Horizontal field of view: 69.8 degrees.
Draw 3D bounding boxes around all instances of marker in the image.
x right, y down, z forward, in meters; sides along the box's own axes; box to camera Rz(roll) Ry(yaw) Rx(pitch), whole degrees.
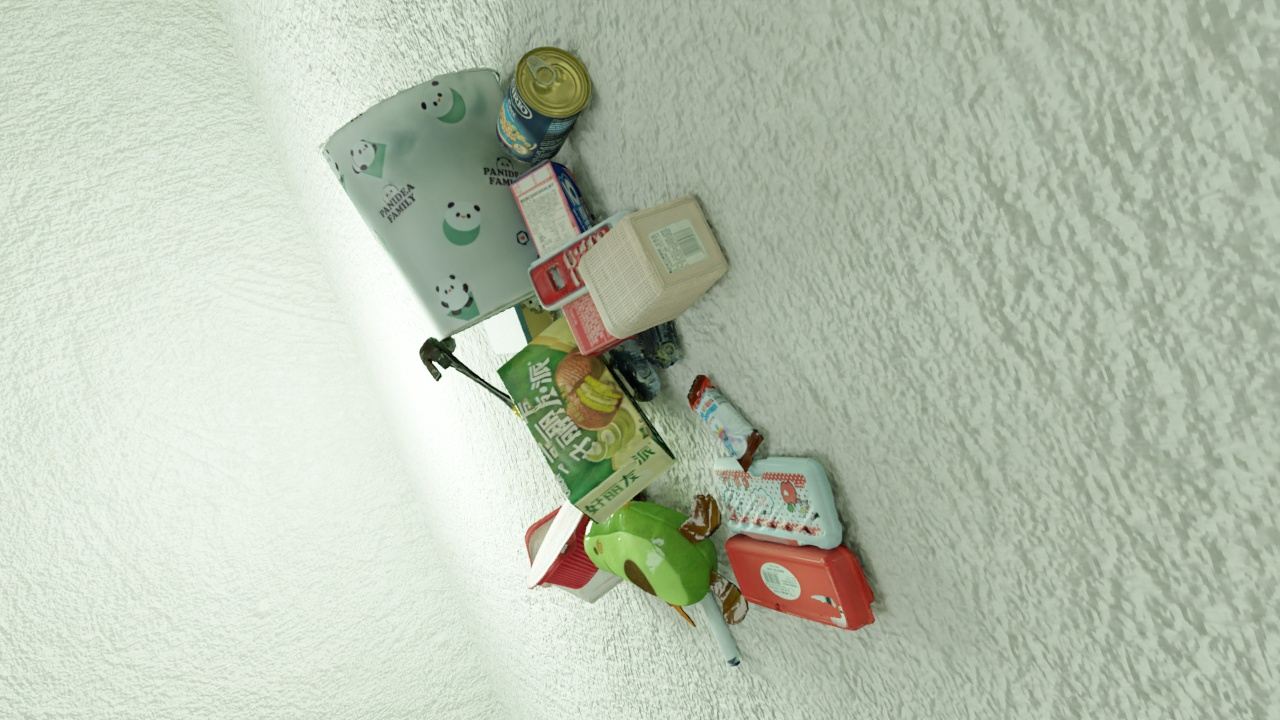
[{"bbox_3d":[0.088,0.303,1.097,0.023,0.018,0.130,-33,80,57],"label":"marker"}]

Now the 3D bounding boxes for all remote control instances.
[{"bbox_3d":[-0.053,-0.101,0.935,0.136,0.020,0.056,-26,82,24],"label":"remote control"}]

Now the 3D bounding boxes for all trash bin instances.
[{"bbox_3d":[-0.214,-0.174,1.081,0.252,0.229,0.230,64,157,-6],"label":"trash bin"}]

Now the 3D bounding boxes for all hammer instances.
[{"bbox_3d":[-0.141,0.071,1.157,0.323,0.032,0.126,35,-173,-2],"label":"hammer"}]

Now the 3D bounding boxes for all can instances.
[{"bbox_3d":[-0.101,-0.257,0.936,0.075,0.075,0.111,65,157,5],"label":"can"}]

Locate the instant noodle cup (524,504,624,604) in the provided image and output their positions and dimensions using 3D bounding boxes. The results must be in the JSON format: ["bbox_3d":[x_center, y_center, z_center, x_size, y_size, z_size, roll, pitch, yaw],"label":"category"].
[{"bbox_3d":[-0.092,0.289,1.360,0.124,0.116,0.117,22,131,44],"label":"instant noodle cup"}]

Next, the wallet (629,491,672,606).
[{"bbox_3d":[0.020,0.240,1.172,0.124,0.032,0.101,47,146,37],"label":"wallet"}]

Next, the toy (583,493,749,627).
[{"bbox_3d":[0.018,0.218,1.051,0.247,0.089,0.227,-4,115,53],"label":"toy"}]

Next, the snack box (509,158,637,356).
[{"bbox_3d":[-0.069,-0.110,0.984,0.207,0.058,0.057,66,-159,6],"label":"snack box"}]

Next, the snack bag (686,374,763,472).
[{"bbox_3d":[0.081,0.058,0.885,0.105,0.026,0.045,48,127,38],"label":"snack bag"}]

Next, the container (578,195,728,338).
[{"bbox_3d":[0.012,-0.086,0.832,0.090,0.089,0.111,65,154,6],"label":"container"}]

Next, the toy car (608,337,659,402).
[{"bbox_3d":[-0.006,0.006,1.014,0.090,0.034,0.043,53,150,33],"label":"toy car"}]

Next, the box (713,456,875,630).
[{"bbox_3d":[0.132,0.165,0.859,0.201,0.037,0.158,-15,96,67],"label":"box"}]

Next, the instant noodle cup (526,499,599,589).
[{"bbox_3d":[-0.078,0.234,1.230,0.066,0.193,0.194,32,156,-6],"label":"instant noodle cup"}]

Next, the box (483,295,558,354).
[{"bbox_3d":[-0.171,-0.058,1.277,0.185,0.059,0.090,-9,102,64],"label":"box"}]

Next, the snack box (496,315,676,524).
[{"bbox_3d":[-0.066,0.060,1.037,0.063,0.114,0.240,47,-175,-47],"label":"snack box"}]

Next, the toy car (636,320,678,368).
[{"bbox_3d":[0.011,-0.042,0.938,0.049,0.031,0.105,3,115,61],"label":"toy car"}]
